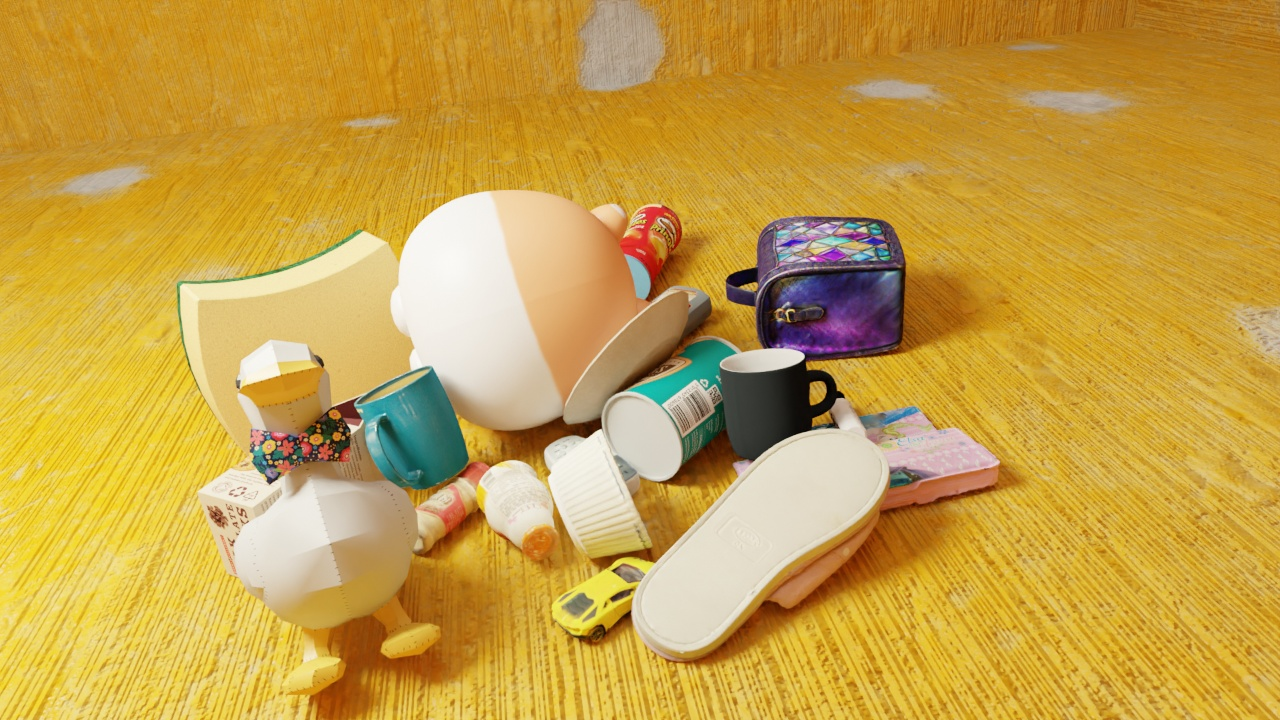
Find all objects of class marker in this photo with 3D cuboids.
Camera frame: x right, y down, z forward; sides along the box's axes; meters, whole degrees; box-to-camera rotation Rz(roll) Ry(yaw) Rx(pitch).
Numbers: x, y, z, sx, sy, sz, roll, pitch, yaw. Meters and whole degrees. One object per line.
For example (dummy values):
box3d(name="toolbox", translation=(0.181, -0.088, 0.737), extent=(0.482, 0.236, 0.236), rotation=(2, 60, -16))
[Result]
box3d(name="marker", translation=(0.212, 0.058, 0.958), extent=(0.025, 0.025, 0.125), rotation=(-3, 15, 3))

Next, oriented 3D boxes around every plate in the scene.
box3d(name="plate", translation=(-0.006, 0.005, 0.976), extent=(0.027, 0.189, 0.188), rotation=(43, 45, 13))

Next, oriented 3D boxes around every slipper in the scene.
box3d(name="slipper", translation=(0.106, 0.155, 0.782), extent=(0.273, 0.054, 0.114), rotation=(-34, 57, -23))

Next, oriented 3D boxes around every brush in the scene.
box3d(name="brush", translation=(-0.391, -0.026, 1.076), extent=(0.249, 0.195, 0.075), rotation=(-24, 33, -32))

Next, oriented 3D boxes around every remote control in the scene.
box3d(name="remote control", translation=(-0.052, 0.111, 0.937), extent=(0.060, 0.028, 0.114), rotation=(-24, 33, -31))

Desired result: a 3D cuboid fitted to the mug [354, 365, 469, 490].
box3d(name="mug", translation=(-0.223, 0.075, 0.889), extent=(0.085, 0.104, 0.112), rotation=(-19, 15, 21))

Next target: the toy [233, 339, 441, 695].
box3d(name="toy", translation=(-0.257, 0.119, 0.737), extent=(0.140, 0.267, 0.247), rotation=(-16, -9, -21))

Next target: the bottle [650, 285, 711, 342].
box3d(name="bottle", translation=(0.027, -0.047, 1.208), extent=(0.072, 0.046, 0.160), rotation=(12, 32, 30))

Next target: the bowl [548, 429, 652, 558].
box3d(name="bowl", translation=(-0.040, 0.127, 0.828), extent=(0.062, 0.115, 0.115), rotation=(-24, 30, -3))

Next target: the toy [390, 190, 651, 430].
box3d(name="toy", translation=(-0.128, -0.062, 1.021), extent=(0.280, 0.263, 0.266), rotation=(-19, 5, -7))

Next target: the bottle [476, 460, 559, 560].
box3d(name="bottle", translation=(-0.111, 0.141, 0.856), extent=(0.063, 0.063, 0.108), rotation=(-16, 31, -20))

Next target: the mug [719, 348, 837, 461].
box3d(name="mug", translation=(0.143, 0.041, 0.922), extent=(0.121, 0.094, 0.085), rotation=(-13, 15, -17))

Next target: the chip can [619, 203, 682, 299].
box3d(name="chip can", translation=(0.000, -0.163, 1.392), extent=(0.087, 0.087, 0.212), rotation=(3, 29, 15))

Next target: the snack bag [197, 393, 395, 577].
box3d(name="snack bag", translation=(-0.313, 0.116, 0.900), extent=(0.070, 0.094, 0.205), rotation=(9, 31, 25))

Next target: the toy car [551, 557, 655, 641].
box3d(name="toy car", translation=(-0.026, 0.196, 0.770), extent=(0.106, 0.030, 0.049), rotation=(-26, 33, -37))

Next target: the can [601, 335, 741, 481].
box3d(name="can", translation=(0.043, 0.048, 0.965), extent=(0.099, 0.099, 0.143), rotation=(16, 34, 34))

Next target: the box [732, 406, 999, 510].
box3d(name="box", translation=(0.214, 0.099, 0.919), extent=(0.230, 0.035, 0.159), rotation=(-10, 23, -10))

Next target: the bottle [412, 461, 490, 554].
box3d(name="bottle", translation=(-0.185, 0.141, 0.888), extent=(0.044, 0.044, 0.108), rotation=(13, 33, 30))

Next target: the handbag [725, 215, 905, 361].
box3d(name="handbag", translation=(0.222, -0.099, 1.189), extent=(0.222, 0.126, 0.204), rotation=(-2, 28, 9))
